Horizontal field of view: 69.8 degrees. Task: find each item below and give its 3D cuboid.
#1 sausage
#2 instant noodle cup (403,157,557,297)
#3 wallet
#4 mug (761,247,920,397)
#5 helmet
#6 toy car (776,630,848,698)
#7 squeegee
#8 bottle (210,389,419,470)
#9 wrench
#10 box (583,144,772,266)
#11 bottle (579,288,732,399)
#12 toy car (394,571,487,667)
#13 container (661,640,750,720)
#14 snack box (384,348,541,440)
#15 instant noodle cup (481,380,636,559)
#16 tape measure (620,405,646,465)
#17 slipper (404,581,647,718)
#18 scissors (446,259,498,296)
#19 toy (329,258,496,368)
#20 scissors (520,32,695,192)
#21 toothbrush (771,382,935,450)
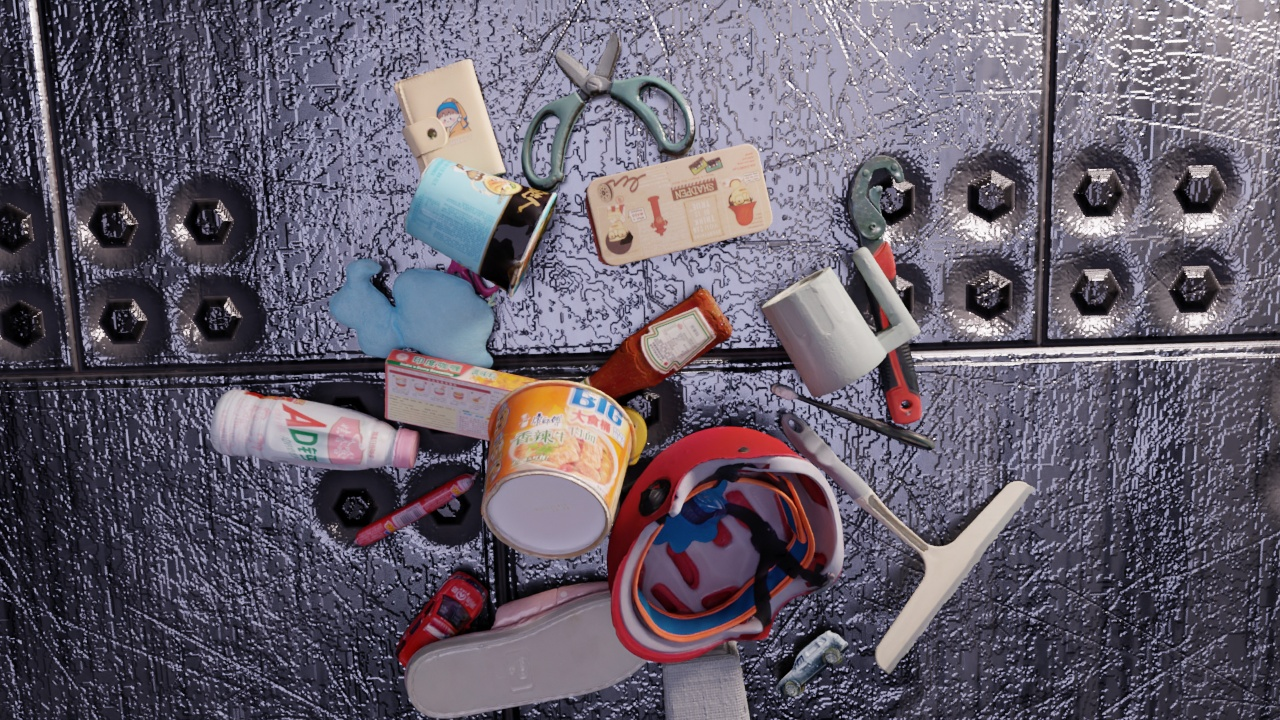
[{"bbox_3d":[-0.236,0.157,0.965,0.156,0.020,0.020,-29,96,5],"label":"sausage"},{"bbox_3d":[-0.155,-0.134,0.876,0.120,0.111,0.111,24,97,-6],"label":"instant noodle cup"},{"bbox_3d":[-0.192,-0.230,0.909,0.087,0.024,0.115,-17,98,2],"label":"wallet"},{"bbox_3d":[0.195,-0.039,0.900,0.124,0.083,0.103,-33,94,2],"label":"mug"},{"bbox_3d":[0.064,0.165,0.892,0.240,0.144,0.207,-36,120,1],"label":"helmet"},{"bbox_3d":[0.180,0.322,0.969,0.090,0.043,0.034,-42,68,3],"label":"toy car"},{"bbox_3d":[0.234,0.142,0.945,0.246,0.039,0.246,42,79,1],"label":"squeegee"},{"bbox_3d":[-0.327,0.077,0.934,0.197,0.068,0.068,10,98,-4],"label":"bottle"},{"bbox_3d":[0.250,-0.068,0.927,0.056,0.016,0.273,-8,97,3],"label":"wrench"},{"bbox_3d":[0.034,-0.147,0.896,0.168,0.079,0.091,-14,96,-3],"label":"box"},{"bbox_3d":[-0.005,0.005,0.921,0.206,0.059,0.060,-34,96,8],"label":"bottle"},{"bbox_3d":[-0.211,0.280,0.970,0.053,0.045,0.120,37,95,-5],"label":"toy car"},{"bbox_3d":[0.067,0.350,0.953,0.090,0.090,0.114,-7,94,1],"label":"container"},{"bbox_3d":[-0.179,0.041,0.927,0.156,0.027,0.077,12,129,-1],"label":"snack box"},{"bbox_3d":[-0.082,0.111,0.880,0.151,0.111,0.152,3,128,3],"label":"instant noodle cup"},{"bbox_3d":[-0.022,0.076,0.945,0.060,0.029,0.057,24,97,-2],"label":"tape measure"},{"bbox_3d":[-0.109,0.301,0.961,0.274,0.054,0.114,-15,105,-8],"label":"slipper"},{"bbox_3d":[-0.181,-0.126,0.929,0.063,0.017,0.135,-13,94,7],"label":"scissors"},{"bbox_3d":[-0.220,-0.044,0.919,0.156,0.049,0.161,-27,110,19],"label":"toy"},{"bbox_3d":[-0.038,-0.224,0.896,0.173,0.019,0.170,37,99,11],"label":"scissors"},{"bbox_3d":[0.220,0.059,0.945,0.181,0.018,0.015,20,94,-3],"label":"toothbrush"}]
